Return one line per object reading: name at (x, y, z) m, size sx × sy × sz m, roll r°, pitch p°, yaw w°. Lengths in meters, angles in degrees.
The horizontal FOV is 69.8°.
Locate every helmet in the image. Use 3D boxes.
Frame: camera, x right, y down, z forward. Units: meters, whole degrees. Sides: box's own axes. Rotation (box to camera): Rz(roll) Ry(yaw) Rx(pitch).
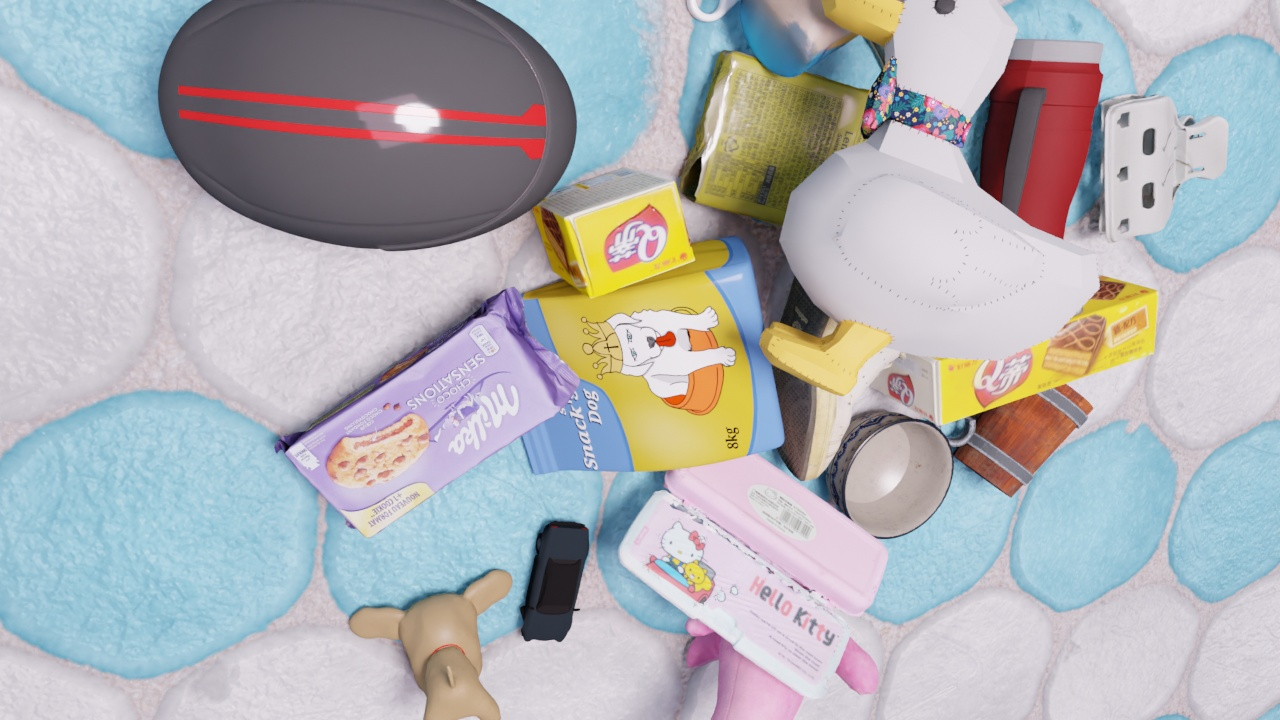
helmet at (-0.149, -0.149, 0.565) m, size 0.264 × 0.170 × 0.164 m, roll 0°, pitch 107°, yaw -20°

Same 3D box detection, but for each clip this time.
clip at (0.467, -0.187, 0.852) m, size 0.151 × 0.092 × 0.126 m, roll -22°, pitch 115°, yaw -28°
clip at (0.207, -0.246, 0.744) m, size 0.023 × 0.035 × 0.074 m, roll -39°, pitch 122°, yaw -7°

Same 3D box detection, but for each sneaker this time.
sneaker at (0.175, -0.012, 0.762) m, size 0.102 × 0.089 × 0.242 m, roll -3°, pitch 120°, yaw -21°

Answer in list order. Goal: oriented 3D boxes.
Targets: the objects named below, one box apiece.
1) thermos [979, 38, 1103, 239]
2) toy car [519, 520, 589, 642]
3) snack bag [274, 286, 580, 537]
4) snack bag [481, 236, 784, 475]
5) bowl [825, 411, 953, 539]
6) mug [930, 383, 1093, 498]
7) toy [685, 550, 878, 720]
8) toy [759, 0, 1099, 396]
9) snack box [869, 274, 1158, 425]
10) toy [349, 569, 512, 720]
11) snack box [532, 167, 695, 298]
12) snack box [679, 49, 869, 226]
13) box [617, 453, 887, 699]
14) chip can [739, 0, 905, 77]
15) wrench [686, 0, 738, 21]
thermos at (0.328, -0.166, 0.775) m, size 0.107 × 0.084 × 0.199 m, roll -24°, pitch 122°, yaw -53°
toy car at (-0.072, 0.189, 0.775) m, size 0.046 × 0.034 × 0.112 m, roll 8°, pitch 104°, yaw -22°
snack bag at (-0.152, 0.037, 0.671) m, size 0.205 × 0.058 × 0.096 m, roll -33°, pitch 112°, yaw 2°
snack bag at (-0.004, 0.004, 0.716) m, size 0.205 × 0.102 × 0.159 m, roll -12°, pitch 112°, yaw 5°
bowl at (0.220, 0.098, 0.840) m, size 0.115 × 0.059 × 0.116 m, roll -6°, pitch 108°, yaw -18°
mug at (0.345, 0.056, 0.869) m, size 0.117 × 0.081 × 0.111 m, roll 36°, pitch 96°, yaw -8°
toy at (0.092, 0.247, 0.774) m, size 0.128 × 0.187 × 0.264 m, roll 53°, pitch 47°, yaw -29°
toy at (0.180, -0.102, 0.597) m, size 0.247 × 0.140 × 0.268 m, roll 32°, pitch 102°, yaw 7°
snack box at (0.328, -0.018, 0.815) m, size 0.230 × 0.110 × 0.062 m, roll -16°, pitch 112°, yaw -15°
toy at (-0.153, 0.238, 0.727) m, size 0.134 × 0.108 × 0.106 m, roll -13°, pitch 127°, yaw -16°
snack box at (-0.022, -0.095, 0.664) m, size 0.083 × 0.106 × 0.061 m, roll -22°, pitch 112°, yaw -13°
snack box at (0.126, -0.167, 0.732) m, size 0.180 × 0.045 × 0.121 m, roll 10°, pitch 106°, yaw -19°
box at (0.098, 0.156, 0.749) m, size 0.201 × 0.045 × 0.154 m, roll 35°, pitch 52°, yaw 1°
chip can at (0.181, -0.294, 0.673) m, size 0.229 × 0.080 × 0.080 m, roll -36°, pitch 115°, yaw -16°
wrench at (0.139, -0.353, 0.692) m, size 0.273 × 0.018 × 0.066 m, roll -42°, pitch 115°, yaw -2°
